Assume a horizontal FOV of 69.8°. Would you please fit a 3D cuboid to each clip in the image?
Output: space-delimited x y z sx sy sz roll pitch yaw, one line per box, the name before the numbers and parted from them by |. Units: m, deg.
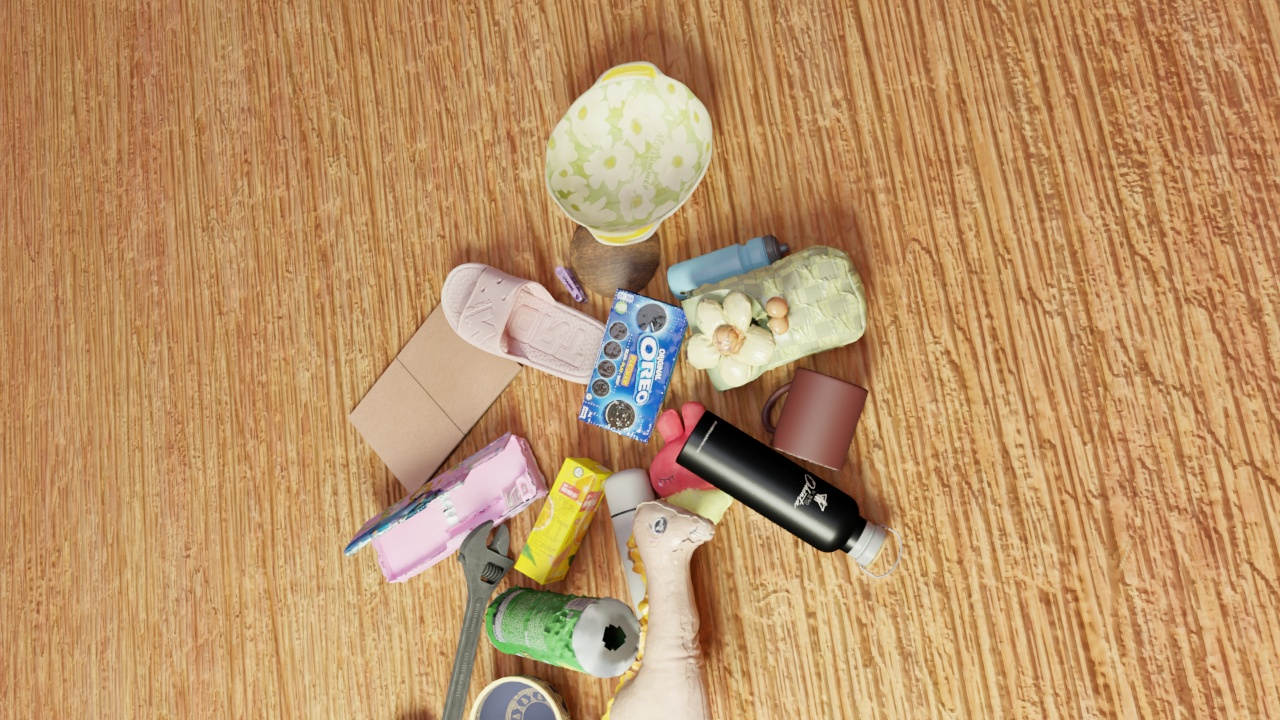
clip | -0.079 -0.087 1.048 0.013 0.036 0.053 -39 84 15

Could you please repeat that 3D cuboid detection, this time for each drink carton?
drink carton | -0.081 0.173 0.997 0.043 0.058 0.134 26 93 21

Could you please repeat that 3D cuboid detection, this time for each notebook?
notebook | -0.251 0.041 1.111 0.141 0.008 0.209 44 100 21

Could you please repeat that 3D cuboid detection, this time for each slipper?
slipper | -0.137 -0.045 1.041 0.239 0.064 0.094 25 84 21

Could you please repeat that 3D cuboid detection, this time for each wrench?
wrench | -0.192 0.310 1.027 0.018 0.073 0.273 17 96 45

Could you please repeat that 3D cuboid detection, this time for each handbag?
handbag | 0.129 -0.043 0.904 0.187 0.116 0.113 -21 93 15

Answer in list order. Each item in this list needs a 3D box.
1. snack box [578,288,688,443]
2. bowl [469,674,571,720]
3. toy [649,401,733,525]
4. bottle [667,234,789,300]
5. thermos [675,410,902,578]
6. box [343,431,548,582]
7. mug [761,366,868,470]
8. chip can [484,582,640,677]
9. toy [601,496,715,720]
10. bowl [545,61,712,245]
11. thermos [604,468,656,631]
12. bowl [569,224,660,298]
snack box | -0.006 0.006 0.981 0.082 0.027 0.150 18 100 8
bowl | -0.119 0.391 0.983 0.113 0.061 0.112 -3 82 22
toy | 0.053 0.110 0.957 0.092 0.045 0.135 -10 77 17
bottle | 0.094 -0.100 0.970 0.130 0.040 0.040 -17 77 20
thermos | 0.148 0.133 0.891 0.231 0.061 0.061 31 95 8
box | -0.228 0.169 1.037 0.231 0.096 0.085 -32 73 16
mug | 0.165 0.053 0.911 0.106 0.073 0.082 20 91 49
chip can | -0.082 0.266 0.915 0.224 0.075 0.075 -17 73 58
toy | 0.002 0.272 0.892 0.197 0.065 0.264 -19 71 29
bowl | -0.007 -0.218 1.008 0.189 0.060 0.219 -4 73 17
thermos | 0.012 0.224 0.955 0.052 0.052 0.224 -20 76 19
bowl | -0.035 -0.125 1.034 0.114 0.026 0.102 35 97 22
